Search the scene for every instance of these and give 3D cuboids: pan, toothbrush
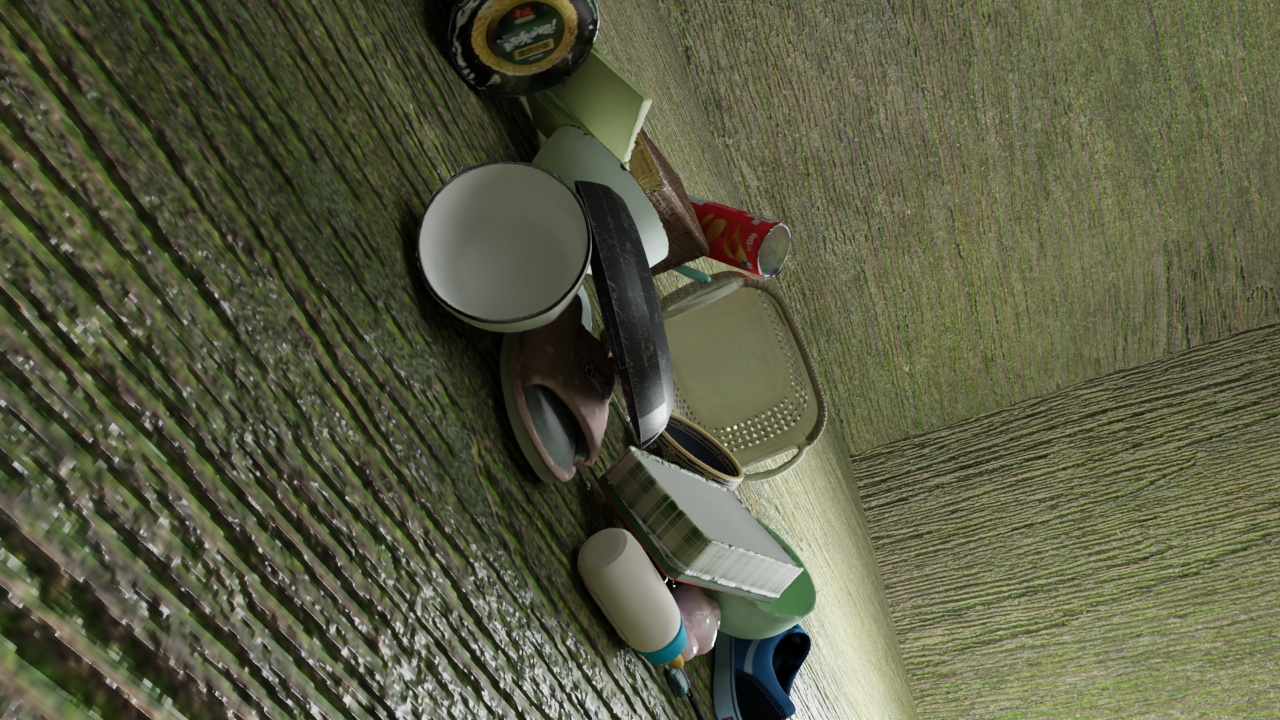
[{"bbox_3d":[-0.015,-0.032,0.770,0.357,0.040,0.207,118,-42,-85],"label":"pan"},{"bbox_3d":[0.033,-0.118,1.130,0.181,0.016,0.016,30,-35,54],"label":"toothbrush"},{"bbox_3d":[0.064,0.343,0.814,0.189,0.016,0.017,65,25,-17],"label":"toothbrush"}]

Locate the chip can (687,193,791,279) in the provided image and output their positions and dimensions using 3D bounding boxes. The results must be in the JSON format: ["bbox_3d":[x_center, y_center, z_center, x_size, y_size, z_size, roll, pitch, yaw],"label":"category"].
[{"bbox_3d":[0.077,-0.167,1.142,0.233,0.073,0.073,26,-17,37],"label":"chip can"}]

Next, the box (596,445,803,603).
[{"bbox_3d":[0.055,0.145,0.789,0.117,0.050,0.205,45,8,34],"label":"box"}]

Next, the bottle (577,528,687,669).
[{"bbox_3d":[0.001,0.193,0.710,0.051,0.051,0.146,-87,153,-56],"label":"bottle"}]

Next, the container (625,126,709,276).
[{"bbox_3d":[-0.012,-0.178,1.034,0.198,0.114,0.112,37,32,-66],"label":"container"}]

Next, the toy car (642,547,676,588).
[{"bbox_3d":[0.015,0.176,0.797,0.112,0.046,0.034,-5,78,-74],"label":"toy car"}]

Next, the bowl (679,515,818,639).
[{"bbox_3d":[0.095,0.220,0.917,0.151,0.077,0.150,29,24,-14],"label":"bowl"}]

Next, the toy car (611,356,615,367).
[{"bbox_3d":[-0.006,0.006,0.964,0.042,0.036,0.091,-65,132,-71],"label":"toy car"}]

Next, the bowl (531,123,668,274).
[{"bbox_3d":[-0.051,-0.132,0.845,0.153,0.072,0.153,44,-14,13],"label":"bowl"}]

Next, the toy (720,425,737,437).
[{"bbox_3d":[0.102,0.029,1.288,0.155,0.064,0.170,-96,170,-83],"label":"toy"}]

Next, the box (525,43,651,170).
[{"bbox_3d":[-0.058,-0.240,0.891,0.187,0.043,0.141,51,-34,32],"label":"box"}]

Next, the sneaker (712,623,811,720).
[{"bbox_3d":[0.134,0.292,0.971,0.240,0.098,0.083,-78,146,-65],"label":"sneaker"}]

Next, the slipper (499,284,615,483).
[{"bbox_3d":[-0.059,-0.007,0.749,0.273,0.054,0.114,-90,156,-56],"label":"slipper"}]

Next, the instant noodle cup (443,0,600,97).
[{"bbox_3d":[-0.120,-0.327,0.827,0.137,0.137,0.112,44,20,-60],"label":"instant noodle cup"}]

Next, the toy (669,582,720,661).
[{"bbox_3d":[0.037,0.229,0.804,0.063,0.047,0.110,66,14,18],"label":"toy"}]

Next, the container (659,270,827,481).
[{"bbox_3d":[0.109,0.010,1.119,0.142,0.184,0.246,-102,168,-68],"label":"container"}]

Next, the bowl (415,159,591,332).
[{"bbox_3d":[-0.089,-0.070,0.626,0.066,0.116,0.116,94,-20,-75],"label":"bowl"}]

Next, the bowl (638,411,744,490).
[{"bbox_3d":[0.042,0.107,0.930,0.112,0.061,0.112,33,13,-9],"label":"bowl"}]
